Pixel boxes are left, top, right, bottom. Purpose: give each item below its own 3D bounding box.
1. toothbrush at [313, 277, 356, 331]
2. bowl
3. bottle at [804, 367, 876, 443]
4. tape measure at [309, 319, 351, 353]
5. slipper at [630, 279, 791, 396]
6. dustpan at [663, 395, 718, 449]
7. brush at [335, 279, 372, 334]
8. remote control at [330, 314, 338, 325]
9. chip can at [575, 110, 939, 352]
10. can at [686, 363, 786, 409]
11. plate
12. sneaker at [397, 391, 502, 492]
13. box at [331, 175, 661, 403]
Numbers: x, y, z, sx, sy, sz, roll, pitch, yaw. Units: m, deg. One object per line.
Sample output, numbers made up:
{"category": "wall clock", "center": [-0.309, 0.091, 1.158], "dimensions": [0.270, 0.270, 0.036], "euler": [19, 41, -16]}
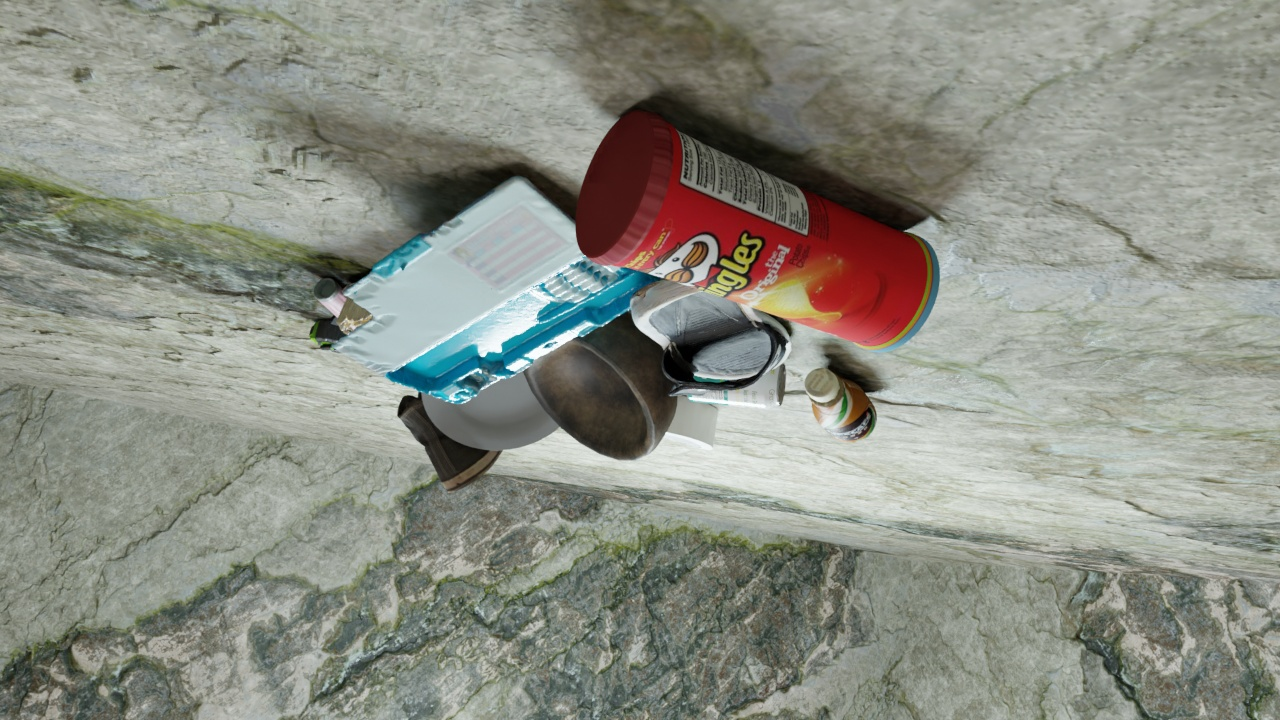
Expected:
{"category": "toothbrush", "center": [-0.297, -0.024, 1.033], "dimensions": [0.026, 0.027, 0.223], "euler": [-33, 149, -3]}
{"category": "bowl", "center": [-0.032, 0.015, 0.886], "dimensions": [0.162, 0.070, 0.162], "euler": [27, 143, 23]}
{"category": "bottle", "center": [0.210, 0.045, 0.980], "dimensions": [0.059, 0.059, 0.167], "euler": [3, 165, 25]}
{"category": "tape measure", "center": [-0.383, -0.027, 1.153], "dimensions": [0.066, 0.035, 0.058], "euler": [-1, 162, 40]}
{"category": "slipper", "center": [0.069, -0.008, 0.790], "dimensions": [0.111, 0.063, 0.264], "euler": [-19, 158, 12]}
{"category": "dustpan", "center": [-0.011, 0.088, 1.325], "dimensions": [0.258, 0.053, 0.191], "euler": [-3, 162, 42]}
{"category": "brush", "center": [-0.201, -0.053, 0.870], "dimensions": [0.083, 0.056, 0.272], "euler": [21, 162, -41]}
{"category": "remote control", "center": [-0.281, -0.038, 1.071], "dimensions": [0.150, 0.022, 0.047], "euler": [14, 166, -24]}
{"category": "chip can", "center": [0.074, -0.070, 0.549], "dimensions": [0.213, 0.087, 0.087], "euler": [16, 165, -29]}
{"category": "can", "center": [0.099, 0.021, 0.968], "dimensions": [0.102, 0.055, 0.055], "euler": [5, 166, 19]}
{"category": "plate", "center": [-0.154, 0.028, 1.028], "dimensions": [0.178, 0.179, 0.012], "euler": [16, -151, -23]}
{"category": "sneaker", "center": [-0.222, 0.059, 1.157], "dimensions": [0.095, 0.120, 0.234], "euler": [-27, -164, 22]}
{"category": "box", "center": [-0.120, -0.044, 0.703], "dimensions": [0.227, 0.039, 0.181], "euler": [-28, 149, 24]}
